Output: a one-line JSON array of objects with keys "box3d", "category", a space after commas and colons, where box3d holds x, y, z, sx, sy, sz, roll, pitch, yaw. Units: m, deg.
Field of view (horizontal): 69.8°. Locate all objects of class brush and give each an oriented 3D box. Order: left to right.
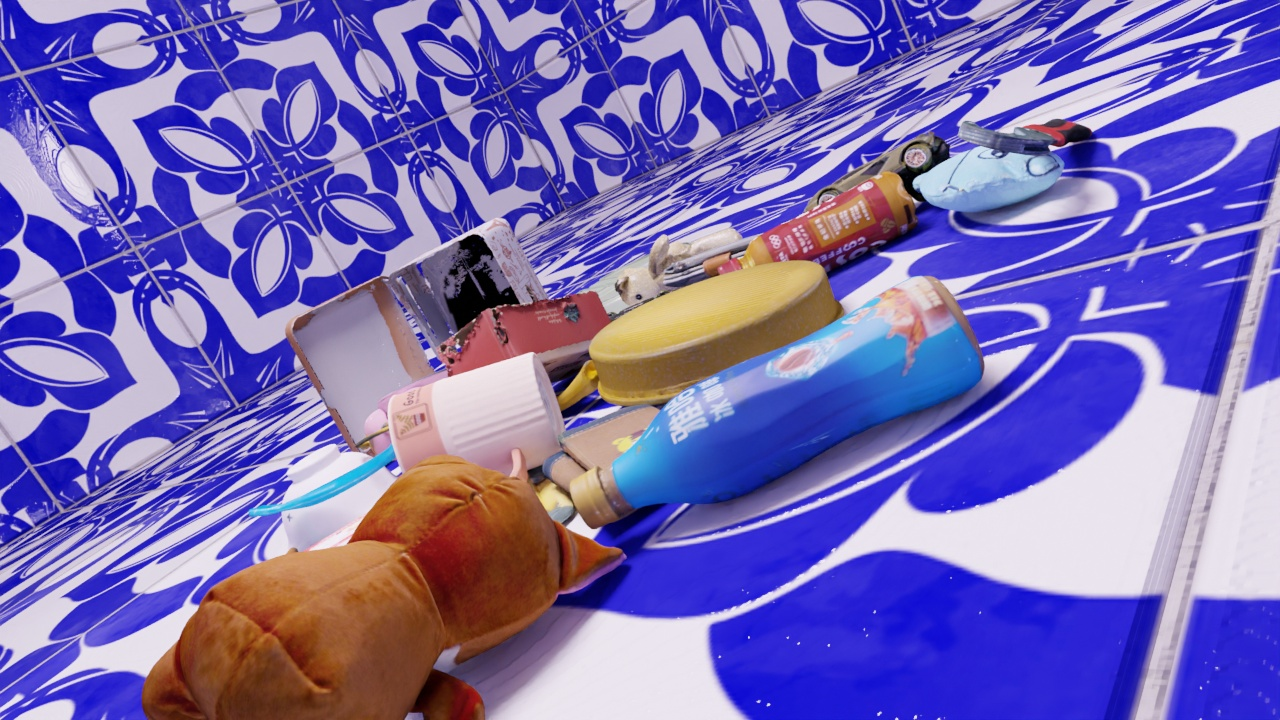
[{"box3d": [-0.214, 0.086, 0.773, 0.255, 0.046, 0.083, -23, -2, 7], "category": "brush"}]

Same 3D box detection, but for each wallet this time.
[{"box3d": [-0.008, 0.061, 0.575, 0.090, 0.033, 0.115, -25, 15, -16], "category": "wallet"}, {"box3d": [0.098, -0.099, 0.932, 0.130, 0.037, 0.106, -17, 0, 30], "category": "wallet"}]

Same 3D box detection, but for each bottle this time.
[{"box3d": [0.065, 0.030, 0.480, 0.219, 0.065, 0.065, -27, 14, 6], "category": "bottle"}, {"box3d": [0.154, -0.104, 0.814, 0.175, 0.057, 0.057, -27, 14, 6], "category": "bottle"}]

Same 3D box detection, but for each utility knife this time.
[{"box3d": [-0.073, 0.086, 0.660, 0.031, 0.021, 0.205, -21, 8, -9], "category": "utility knife"}]

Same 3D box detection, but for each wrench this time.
[{"box3d": [0.315, -0.177, 0.717, 0.056, 0.016, 0.272, 28, 28, 29], "category": "wrench"}]

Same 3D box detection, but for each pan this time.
[{"box3d": [-0.004, 0.004, 0.755, 0.358, 0.078, 0.197, -11, 17, 33], "category": "pan"}]

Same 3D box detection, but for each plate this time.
[{"box3d": [-0.018, -0.096, 1.187, 0.230, 0.027, 0.230, -26, 14, 7], "category": "plate"}]

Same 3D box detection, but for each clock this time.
[{"box3d": [-0.198, 0.049, 0.869, 0.117, 0.060, 0.158, -25, -3, 41], "category": "clock"}]

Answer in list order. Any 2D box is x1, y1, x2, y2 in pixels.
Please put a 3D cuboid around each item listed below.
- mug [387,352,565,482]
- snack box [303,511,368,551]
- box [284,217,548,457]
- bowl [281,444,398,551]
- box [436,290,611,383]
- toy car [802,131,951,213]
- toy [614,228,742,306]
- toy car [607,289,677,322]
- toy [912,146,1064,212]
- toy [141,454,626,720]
[{"box3d": [-0.110, 0.057, 0.640, 0.106, 0.082, 0.114, -19, 41, 2], "category": "mug"}, {"box3d": [-0.193, 0.129, 0.700, 0.152, 0.025, 0.075, -31, 13, -15], "category": "snack box"}, {"box3d": [-0.223, -0.023, 0.995, 0.270, 0.179, 0.134, -29, 14, -10], "category": "box"}, {"box3d": [-0.287, 0.117, 0.847, 0.118, 0.065, 0.118, -26, 13, 6], "category": "bowl"}, {"box3d": [-0.103, -0.019, 0.848, 0.092, 0.076, 0.168, -32, -9, 32], "category": "box"}, {"box3d": [0.218, -0.160, 0.867, 0.158, 0.042, 0.070, -28, -26, 9], "category": "toy car"}, {"box3d": [0.047, -0.102, 1.033, 0.157, 0.066, 0.105, -22, -18, 6], "category": "toy"}, {"box3d": [0.000, -0.042, 0.935, 0.105, 0.032, 0.048, -21, 14, 6], "category": "toy car"}, {"box3d": [0.282, -0.152, 0.758, 0.155, 0.050, 0.162, -26, 16, -34], "category": "toy"}, {"box3d": [-0.109, 0.118, 0.428, 0.199, 0.140, 0.131, -41, -23, -47], "category": "toy"}]
